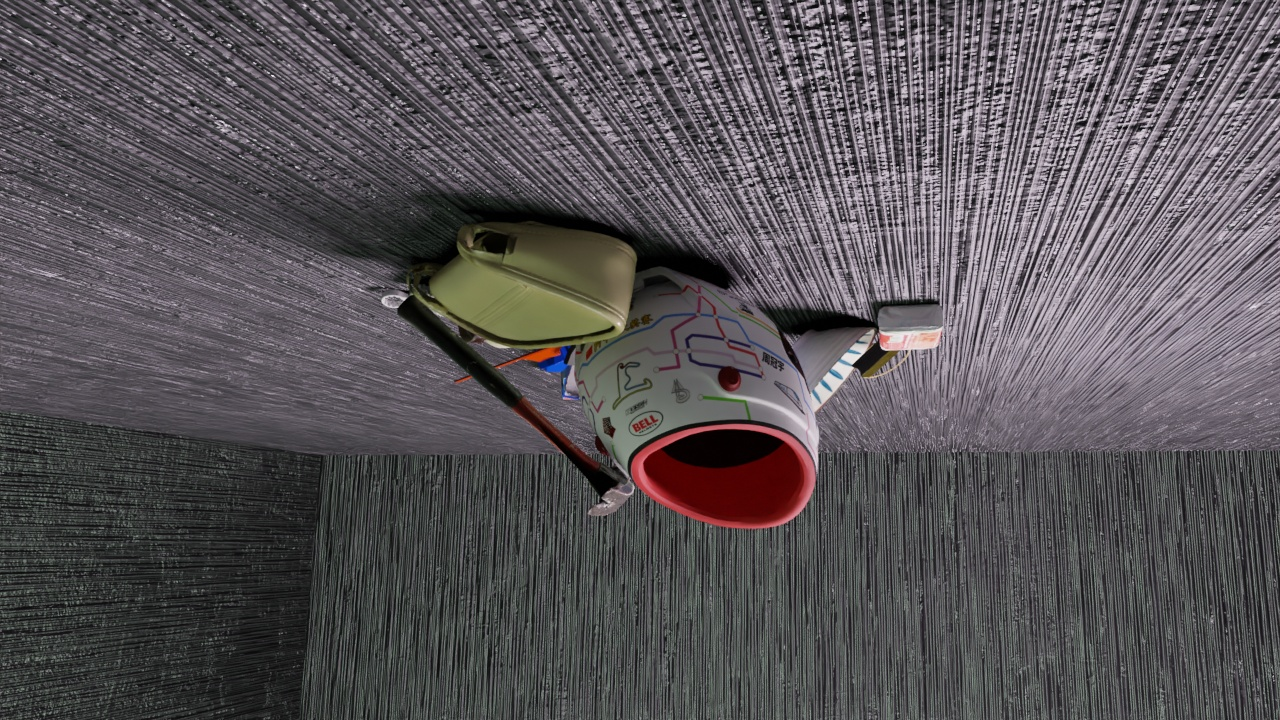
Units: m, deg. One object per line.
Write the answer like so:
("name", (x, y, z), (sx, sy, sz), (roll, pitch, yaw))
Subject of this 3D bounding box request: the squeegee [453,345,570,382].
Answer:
("squeegee", (-0.120, -0.011, 1.286), (0.249, 0.055, 0.184), (-20, -175, 4))

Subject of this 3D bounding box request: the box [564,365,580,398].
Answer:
("box", (0.007, 0.029, 1.372), (0.216, 0.096, 0.105), (13, 176, -25))

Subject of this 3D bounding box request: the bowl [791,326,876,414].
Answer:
("bowl", (0.240, 0.006, 1.260), (0.071, 0.177, 0.177), (41, -178, 19))

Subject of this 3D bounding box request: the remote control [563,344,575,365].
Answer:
("remote control", (-0.061, -0.032, 1.184), (0.039, 0.010, 0.125), (7, 139, -28))

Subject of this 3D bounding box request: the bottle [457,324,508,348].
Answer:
("bottle", (-0.136, -0.044, 1.083), (0.161, 0.056, 0.057), (-4, 176, -42))

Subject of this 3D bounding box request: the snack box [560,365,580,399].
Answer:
("snack box", (-0.102, 0.022, 1.501), (0.059, 0.059, 0.226), (-2, 170, -5))

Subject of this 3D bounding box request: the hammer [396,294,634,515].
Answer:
("hammer", (-0.135, 0.048, 0.999), (0.326, 0.036, 0.140), (42, -173, -5))

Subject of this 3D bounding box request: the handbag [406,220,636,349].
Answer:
("handbag", (-0.119, -0.081, 0.930), (0.190, 0.088, 0.233), (24, 160, -25))

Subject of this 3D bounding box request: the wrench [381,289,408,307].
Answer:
("wrench", (-0.184, -0.065, 1.151), (0.273, 0.009, 0.047), (5, 150, -16))

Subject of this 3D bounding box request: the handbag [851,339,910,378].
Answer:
("handbag", (0.355, -0.005, 1.318), (0.084, 0.027, 0.177), (-45, 159, 17))

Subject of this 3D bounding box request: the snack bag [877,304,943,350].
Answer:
("snack bag", (0.343, -0.041, 1.169), (0.077, 0.036, 0.116), (-2, 168, 15))

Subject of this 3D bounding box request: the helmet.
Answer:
("helmet", (0.067, 0.034, 1.050), (0.232, 0.235, 0.314), (-30, 136, 26))

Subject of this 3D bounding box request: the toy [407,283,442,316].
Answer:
("toy", (-0.210, -0.074, 1.065), (0.095, 0.041, 0.109), (12, 158, -36))
